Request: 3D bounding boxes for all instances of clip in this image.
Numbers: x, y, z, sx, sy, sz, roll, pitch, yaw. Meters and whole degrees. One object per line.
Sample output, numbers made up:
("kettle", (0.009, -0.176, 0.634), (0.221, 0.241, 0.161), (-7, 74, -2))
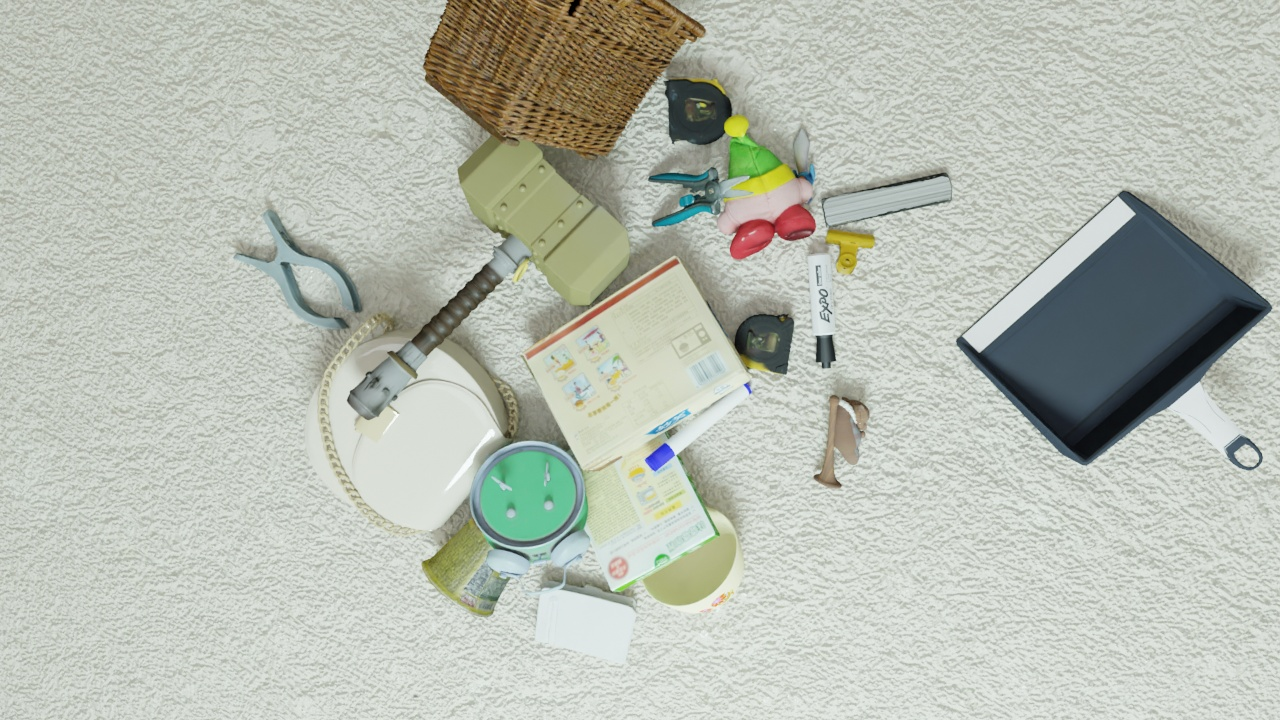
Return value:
("clip", (-0.391, -0.112, 1.083), (0.163, 0.028, 0.108), (37, 97, 3))
("clip", (0.225, -0.117, 0.992), (0.053, 0.035, 0.046), (9, 89, 6))

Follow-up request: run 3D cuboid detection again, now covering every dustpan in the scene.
("dustpan", (0.513, 0.002, 0.936), (0.236, 0.080, 0.273), (-44, 88, 9))

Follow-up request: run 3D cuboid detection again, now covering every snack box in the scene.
("snack box", (-0.006, 0.006, 1.005), (0.207, 0.055, 0.153), (-32, 75, 10))
("snack box", (-0.007, 0.151, 1.020), (0.132, 0.027, 0.168), (-31, 66, 9))

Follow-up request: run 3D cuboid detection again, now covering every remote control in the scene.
("remote control", (0.266, -0.173, 0.990), (0.137, 0.013, 0.033), (-11, 92, 11))

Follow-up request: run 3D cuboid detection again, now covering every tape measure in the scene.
("tape measure", (0.063, -0.271, 0.996), (0.072, 0.042, 0.071), (-3, 91, 6))
("tape measure", (0.135, -0.021, 1.009), (0.063, 0.038, 0.067), (10, 97, 7))

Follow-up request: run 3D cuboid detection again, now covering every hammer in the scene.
("hammer", (-0.185, -0.065, 0.974), (0.190, 0.101, 0.324), (43, 83, 2))

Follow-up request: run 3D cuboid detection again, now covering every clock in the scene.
("clock", (-0.114, 0.168, 0.978), (0.122, 0.075, 0.161), (-12, 60, -4))

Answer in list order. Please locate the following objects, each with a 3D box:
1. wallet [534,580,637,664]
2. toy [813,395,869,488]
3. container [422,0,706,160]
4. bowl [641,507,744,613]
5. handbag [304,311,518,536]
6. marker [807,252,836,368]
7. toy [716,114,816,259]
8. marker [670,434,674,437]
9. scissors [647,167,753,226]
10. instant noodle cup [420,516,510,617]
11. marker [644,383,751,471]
("wallet", (-0.064, 0.304, 1.074), (0.116, 0.032, 0.086), (15, 108, 4))
("toy", (0.222, 0.085, 1.004), (0.054, 0.042, 0.102), (-7, 107, -30))
("container", (-0.085, -0.315, 0.909), (0.162, 0.249, 0.183), (40, 111, 18))
("bowl", (0.068, 0.232, 1.019), (0.118, 0.118, 0.074), (-31, 132, 9))
("handbag", (-0.267, 0.074, 1.055), (0.208, 0.103, 0.211), (39, 99, -5))
("marker", (0.199, -0.054, 1.004), (0.025, 0.025, 0.126), (-4, 95, 8))
("toy", (0.133, -0.189, 0.972), (0.124, 0.097, 0.131), (-18, 73, 3))
("marker", (0.015, 0.146, 1.052), (0.017, 0.020, 0.133), (23, 96, 1))
("scissors", (0.057, -0.176, 0.984), (0.122, 0.019, 0.150), (58, 133, 21))
("instant noodle cup", (-0.180, 0.221, 1.054), (0.102, 0.102, 0.108), (38, 90, 3))
("marker", (0.064, 0.071, 1.009), (0.141, 0.020, 0.020), (-38, 89, -16))
